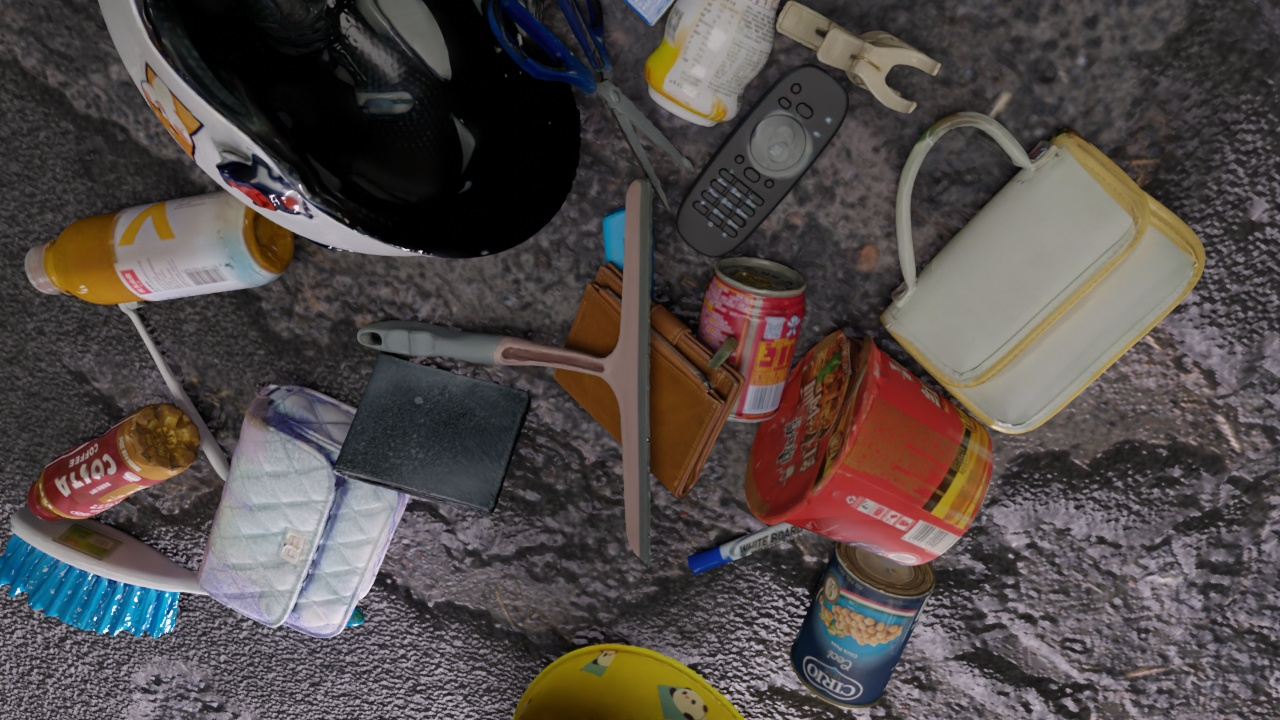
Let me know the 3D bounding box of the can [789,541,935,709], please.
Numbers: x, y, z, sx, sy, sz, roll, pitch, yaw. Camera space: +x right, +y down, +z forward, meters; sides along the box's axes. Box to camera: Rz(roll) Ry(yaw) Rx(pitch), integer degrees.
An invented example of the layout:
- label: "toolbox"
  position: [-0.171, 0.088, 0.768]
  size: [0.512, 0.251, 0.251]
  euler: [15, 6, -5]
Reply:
- label: "can"
  position: [0.163, 0.190, 0.680]
  size: [0.075, 0.075, 0.111]
  euler: [16, 116, 2]

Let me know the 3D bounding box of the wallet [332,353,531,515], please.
- label: "wallet"
  position: [-0.149, 0.052, 0.666]
  size: [0.121, 0.097, 0.019]
  euler: [15, 155, 1]

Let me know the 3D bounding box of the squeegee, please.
- label: "squeegee"
  position: [-0.093, -0.005, 0.633]
  size: [0.250, 0.040, 0.248]
  euler: [8, 107, 27]

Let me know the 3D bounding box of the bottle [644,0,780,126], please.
- label: "bottle"
  position: [0.048, -0.192, 0.529]
  size: [0.063, 0.063, 0.109]
  euler: [28, 115, -4]

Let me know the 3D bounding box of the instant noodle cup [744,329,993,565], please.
- label: "instant noodle cup"
  position: [0.149, 0.064, 0.597]
  size: [0.108, 0.137, 0.138]
  euler: [28, 116, -13]

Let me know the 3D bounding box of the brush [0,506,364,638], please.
- label: "brush"
  position: [-0.402, 0.201, 0.798]
  size: [0.314, 0.060, 0.110]
  euler: [24, 113, -5]

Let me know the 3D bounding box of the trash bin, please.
- label: "trash bin"
  position: [-0.045, 0.400, 0.742]
  size: [0.229, 0.229, 0.256]
  euler: [28, 122, -4]

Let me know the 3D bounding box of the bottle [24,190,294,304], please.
- label: "bottle"
  position: [-0.342, -0.076, 0.647]
  size: [0.190, 0.067, 0.068]
  euler: [-6, 113, 13]

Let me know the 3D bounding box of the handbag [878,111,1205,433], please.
- label: "handbag"
  position: [0.223, -0.061, 0.563]
  size: [0.178, 0.063, 0.164]
  euler: [39, 112, -5]

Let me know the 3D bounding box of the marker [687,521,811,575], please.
- label: "marker"
  position: [0.103, 0.132, 0.696]
  size: [0.146, 0.016, 0.017]
  euler: [-25, 108, 19]

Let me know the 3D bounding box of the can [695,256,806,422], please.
- label: "can"
  position: [0.070, -0.015, 0.606]
  size: [0.066, 0.066, 0.094]
  euler: [12, 116, 4]

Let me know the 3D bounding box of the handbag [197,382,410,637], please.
- label: "handbag"
  position: [-0.264, 0.124, 0.723]
  size: [0.134, 0.075, 0.194]
  euler: [26, 115, -3]

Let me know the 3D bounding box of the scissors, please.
- label: "scissors"
  position: [-0.027, -0.166, 0.542]
  size: [0.012, 0.163, 0.162]
  euler: [-19, 83, 39]

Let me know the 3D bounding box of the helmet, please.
- label: "helmet"
  position: [-0.175, -0.170, 0.509]
  size: [0.157, 0.229, 0.274]
  euler: [-11, 125, 44]

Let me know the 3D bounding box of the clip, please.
- label: "clip"
  position: [0.127, -0.172, 0.519]
  size: [0.100, 0.071, 0.035]
  euler: [13, 121, -34]

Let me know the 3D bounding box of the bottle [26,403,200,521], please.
- label: "bottle"
  position: [-0.429, 0.088, 0.738]
  size: [0.175, 0.057, 0.057]
  euler: [-23, 109, 28]

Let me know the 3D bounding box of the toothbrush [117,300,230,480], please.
- label: "toothbrush"
  position: [-0.365, 0.019, 0.725]
  size: [0.016, 0.016, 0.180]
  euler: [-16, 110, 10]

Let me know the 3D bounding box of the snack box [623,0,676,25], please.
- label: "snack box"
  position: [-0.022, -0.278, 0.521]
  size: [0.157, 0.026, 0.085]
  euler: [41, 114, -10]

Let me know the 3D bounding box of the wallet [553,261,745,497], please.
- label: "wallet"
  position: [0.002, 0.009, 0.606]
  size: [0.130, 0.035, 0.119]
  euler: [43, 128, 25]

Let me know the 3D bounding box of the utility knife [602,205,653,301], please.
- label: "utility knife"
  position: [-0.004, 0.004, 0.655]
  size: [0.034, 0.018, 0.238]
  euler: [1, 116, 8]

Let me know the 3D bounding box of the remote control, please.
- label: "remote control"
  position: [0.075, -0.124, 0.578]
  size: [0.053, 0.024, 0.137]
  euler: [38, 114, -7]
